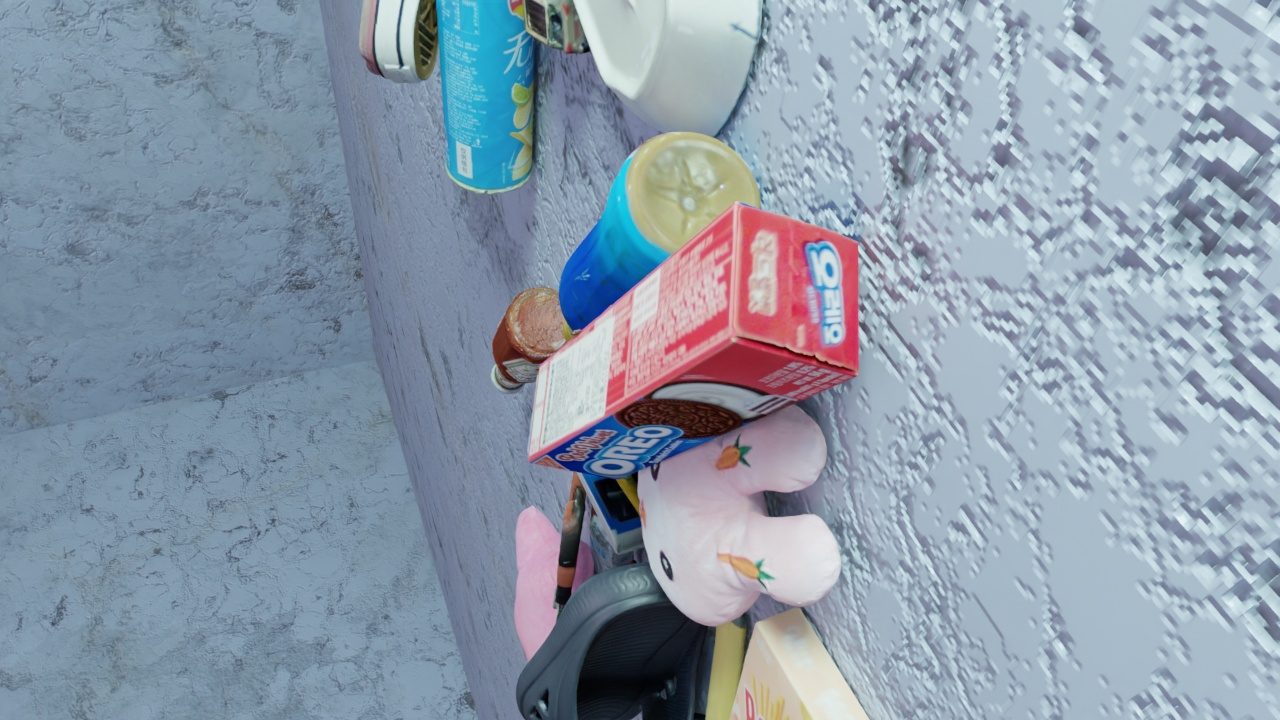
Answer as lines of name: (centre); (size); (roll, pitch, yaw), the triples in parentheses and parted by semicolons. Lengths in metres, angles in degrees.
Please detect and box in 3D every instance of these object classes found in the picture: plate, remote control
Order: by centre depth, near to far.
plate: (-0.013, -0.228, 0.428); (0.162, 0.034, 0.265); (130, 125, -67)
remote control: (-0.017, 0.075, 0.617); (0.125, 0.049, 0.024); (-123, 25, -45)

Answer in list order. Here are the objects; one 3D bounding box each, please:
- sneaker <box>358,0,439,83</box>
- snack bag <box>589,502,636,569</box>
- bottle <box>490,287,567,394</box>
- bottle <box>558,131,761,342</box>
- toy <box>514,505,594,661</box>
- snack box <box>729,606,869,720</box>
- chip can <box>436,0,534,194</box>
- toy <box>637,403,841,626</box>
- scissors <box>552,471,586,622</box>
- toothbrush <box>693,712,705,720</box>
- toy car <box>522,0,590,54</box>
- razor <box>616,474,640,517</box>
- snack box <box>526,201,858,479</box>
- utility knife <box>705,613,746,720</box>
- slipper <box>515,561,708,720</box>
sneaker: (-0.171, -0.316, 0.632); (0.118, 0.088, 0.241); (-38, -41, -87)
snack bag: (-0.021, 0.127, 0.660); (0.045, 0.026, 0.105); (50, 163, 23)
bottle: (-0.100, -0.007, 0.785); (0.206, 0.059, 0.059); (139, 116, -69)
bottle: (-0.007, -0.044, 0.482); (0.219, 0.065, 0.065); (141, 114, -69)
toy: (-0.081, 0.231, 0.855); (0.179, 0.074, 0.194); (-24, 76, 59)
snack box: (0.077, 0.205, 0.469); (0.158, 0.026, 0.084); (94, 154, -42)
chip can: (-0.108, -0.221, 0.647); (0.211, 0.071, 0.071); (99, 151, -50)
toy: (0.041, 0.068, 0.447); (0.160, 0.054, 0.121); (155, 110, -64)
scissors: (-0.058, 0.169, 0.711); (0.189, 0.015, 0.224); (111, 167, -79)
toothbrush: (0.040, 0.247, 0.631); (0.014, 0.016, 0.189); (66, 156, 10)
toy car: (-0.054, -0.214, 0.556); (0.090, 0.035, 0.042); (-124, 29, -52)
razor: (-0.008, 0.053, 0.533); (0.043, 0.028, 0.132); (-72, -40, -62)
snack box: (0.011, 0.003, 0.404); (0.208, 0.057, 0.058); (-33, 48, 58)
utility knife: (0.047, 0.210, 0.558); (0.031, 0.019, 0.179); (-128, 40, -55)
slipper: (-0.017, 0.221, 0.607); (0.269, 0.110, 0.083); (110, 153, -49)
